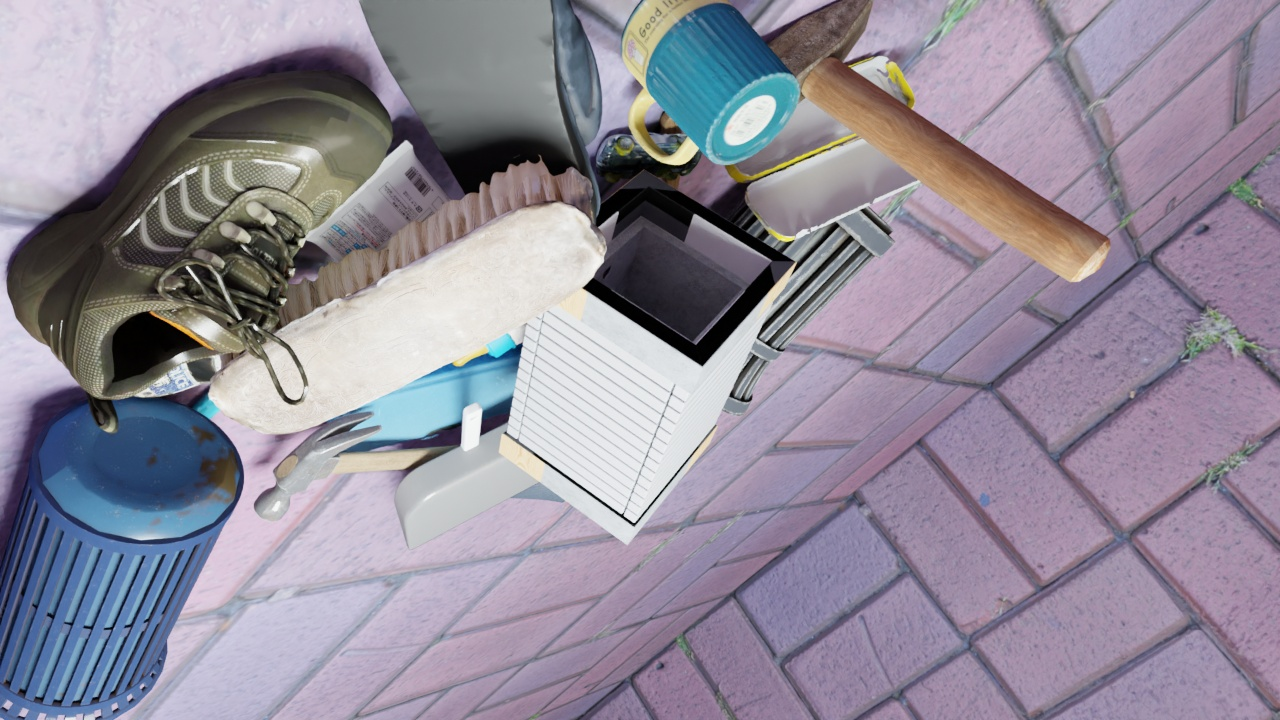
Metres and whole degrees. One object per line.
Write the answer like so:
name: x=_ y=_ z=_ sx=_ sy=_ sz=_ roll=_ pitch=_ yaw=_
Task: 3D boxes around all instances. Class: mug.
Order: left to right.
mug: x=0.040 y=-0.190 z=0.645 sx=0.083 sy=0.107 sz=0.114 roll=-7 pitch=144 yaw=-52

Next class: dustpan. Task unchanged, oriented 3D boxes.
dustpan: x=-0.160 y=0.103 z=0.889 sx=0.163 sy=0.033 sz=0.258 roll=-27 pitch=164 yaw=-21

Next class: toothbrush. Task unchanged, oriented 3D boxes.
toothbrush: x=0.028 y=-0.159 z=0.803 sx=0.016 sy=0.016 sz=0.167 roll=-28 pitch=155 yaw=-11

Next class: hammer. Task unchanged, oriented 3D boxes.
hammer: x=-0.195 y=0.096 z=0.881 sx=0.120 sy=0.030 sz=0.330 roll=-46 pitch=152 yaw=24
hammer: x=0.221 y=-0.163 z=0.696 sx=0.157 sy=0.301 sz=0.037 roll=-41 pitch=160 yaw=-19

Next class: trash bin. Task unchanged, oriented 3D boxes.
trash bin: x=-0.388 y=0.145 z=0.667 sx=0.139 sy=0.139 sz=0.250 roll=-6 pitch=142 yaw=-49
trash bin: x=-0.004 y=0.004 z=0.758 sx=0.142 sy=0.142 sz=0.248 roll=-46 pitch=163 yaw=-39
trash bin: x=0.120 y=-0.084 z=0.898 sx=0.228 sy=0.164 sz=0.164 roll=-47 pitch=155 yaw=17

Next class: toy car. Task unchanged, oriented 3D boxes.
toy car: x=-0.295 y=-0.003 z=0.630 sx=0.112 sy=0.040 sz=0.049 roll=-24 pitch=154 yaw=-23
toy car: x=0.006 y=-0.166 z=0.737 sx=0.089 sy=0.027 sz=0.039 roll=-7 pitch=149 yaw=-24

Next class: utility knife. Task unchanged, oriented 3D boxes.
utility knife: x=-0.331 y=0.037 z=0.693 sx=0.117 sy=0.015 sz=0.022 roll=-36 pitch=154 yaw=9

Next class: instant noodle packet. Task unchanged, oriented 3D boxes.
instant noodle packet: x=-0.145 y=-0.068 z=0.610 sx=0.087 sy=0.026 sz=0.134 roll=-42 pitch=131 yaw=-3

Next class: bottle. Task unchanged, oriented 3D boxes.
bottle: x=-0.102 y=-0.044 z=0.775 sx=0.146 sy=0.051 sz=0.051 roll=-42 pitch=158 yaw=-11

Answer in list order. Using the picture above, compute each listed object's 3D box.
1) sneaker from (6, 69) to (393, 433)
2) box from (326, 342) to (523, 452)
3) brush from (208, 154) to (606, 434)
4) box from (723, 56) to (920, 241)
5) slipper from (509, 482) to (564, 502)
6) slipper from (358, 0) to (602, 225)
sneaker: x=-0.226 y=-0.052 z=0.500 sx=0.238 sy=0.143 sz=0.101 roll=-36 pitch=156 yaw=1
box: x=-0.165 y=0.004 z=0.838 sx=0.230 sy=0.033 sz=0.175 roll=-15 pitch=147 yaw=-39
brush: x=-0.147 y=-0.034 z=0.571 sx=0.271 sy=0.056 sz=0.083 roll=-26 pitch=138 yaw=11
box: x=0.171 y=-0.188 z=0.802 sx=0.209 sy=0.129 sz=0.034 roll=-26 pitch=167 yaw=-22
slipper: x=-0.087 y=0.118 z=1.094 sx=0.262 sy=0.082 sz=0.101 roll=-11 pitch=145 yaw=-45
slipper: x=-0.081 y=-0.182 z=0.546 sx=0.109 sy=0.083 sz=0.266 roll=2 pitch=146 yaw=14
